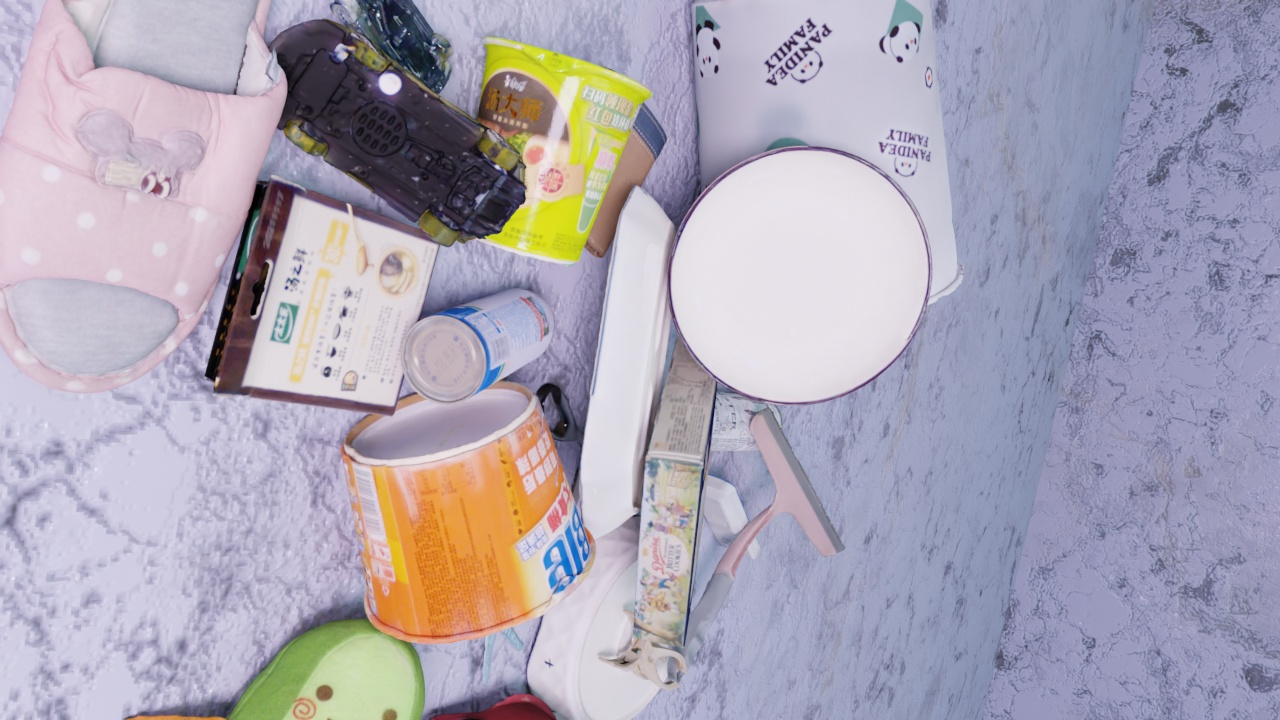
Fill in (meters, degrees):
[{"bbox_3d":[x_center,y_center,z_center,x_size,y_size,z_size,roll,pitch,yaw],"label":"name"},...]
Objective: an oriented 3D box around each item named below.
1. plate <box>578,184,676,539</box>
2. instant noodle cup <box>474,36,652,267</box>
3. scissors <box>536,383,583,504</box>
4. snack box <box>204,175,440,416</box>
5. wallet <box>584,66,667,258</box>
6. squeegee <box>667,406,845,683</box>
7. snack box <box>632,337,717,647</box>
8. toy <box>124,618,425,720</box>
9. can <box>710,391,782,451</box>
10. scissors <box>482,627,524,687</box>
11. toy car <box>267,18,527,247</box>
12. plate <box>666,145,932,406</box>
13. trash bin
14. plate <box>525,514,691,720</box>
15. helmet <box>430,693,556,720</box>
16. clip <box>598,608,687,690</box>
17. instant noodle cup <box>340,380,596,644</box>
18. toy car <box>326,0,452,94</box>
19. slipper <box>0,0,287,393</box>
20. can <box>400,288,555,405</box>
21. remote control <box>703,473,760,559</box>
[{"bbox_3d":[-0.004,0.004,0.690,0.162,0.034,0.265,61,36,-78],"label":"plate"},{"bbox_3d":[-0.062,-0.130,0.594,0.111,0.112,0.123,2,107,-54],"label":"instant noodle cup"},{"bbox_3d":[-0.041,0.071,0.774,0.159,0.014,0.178,-53,141,-27],"label":"scissors"},{"bbox_3d":[-0.178,-0.033,0.507,0.125,0.053,0.113,16,90,-55],"label":"snack box"},{"bbox_3d":[-0.030,-0.147,0.691,0.090,0.033,0.115,40,70,-49],"label":"wallet"},{"bbox_3d":[0.091,0.210,0.906,0.249,0.040,0.248,-51,132,-23],"label":"squeegee"},{"bbox_3d":[0.031,0.102,0.743,0.177,0.046,0.183,-73,169,-60],"label":"snack box"},{"bbox_3d":[-0.203,0.262,0.537,0.227,0.090,0.246,35,65,-30],"label":"toy"},{"bbox_3d":[0.083,0.060,0.898,0.146,0.058,0.058,8,95,-55],"label":"can"},{"bbox_3d":[-0.111,0.190,0.719,0.118,0.017,0.133,-58,146,-29],"label":"scissors"},{"bbox_3d":[-0.133,-0.124,0.509,0.158,0.042,0.070,35,104,-30],"label":"toy car"},{"bbox_3d":[0.115,-0.062,0.681,0.039,0.192,0.192,-88,180,-73],"label":"plate"},{"bbox_3d":[0.150,-0.185,0.770,0.228,0.230,0.252,-33,123,-44],"label":"trash bin"},{"bbox_3d":[-0.018,0.246,0.840,0.204,0.046,0.205,-25,123,-48],"label":"plate"},{"bbox_3d":[-0.105,0.370,0.670,0.239,0.144,0.207,-25,120,-41],"label":"helmet"},{"bbox_3d":[0.004,0.261,0.808,0.070,0.035,0.100,-59,137,-20],"label":"clip"},{"bbox_3d":[-0.111,0.085,0.572,0.151,0.152,0.111,-31,117,-45],"label":"instant noodle cup"},{"bbox_3d":[-0.143,-0.186,0.517,0.042,0.034,0.090,-58,140,-19],"label":"toy car"},{"bbox_3d":[-0.219,-0.116,0.418,0.114,0.054,0.274,16,89,-55],"label":"slipper"},{"bbox_3d":[-0.098,-0.013,0.586,0.134,0.053,0.053,-42,139,-72],"label":"can"},{"bbox_3d":[0.087,0.162,0.951,0.024,0.049,0.125,-52,139,-25],"label":"remote control"}]
